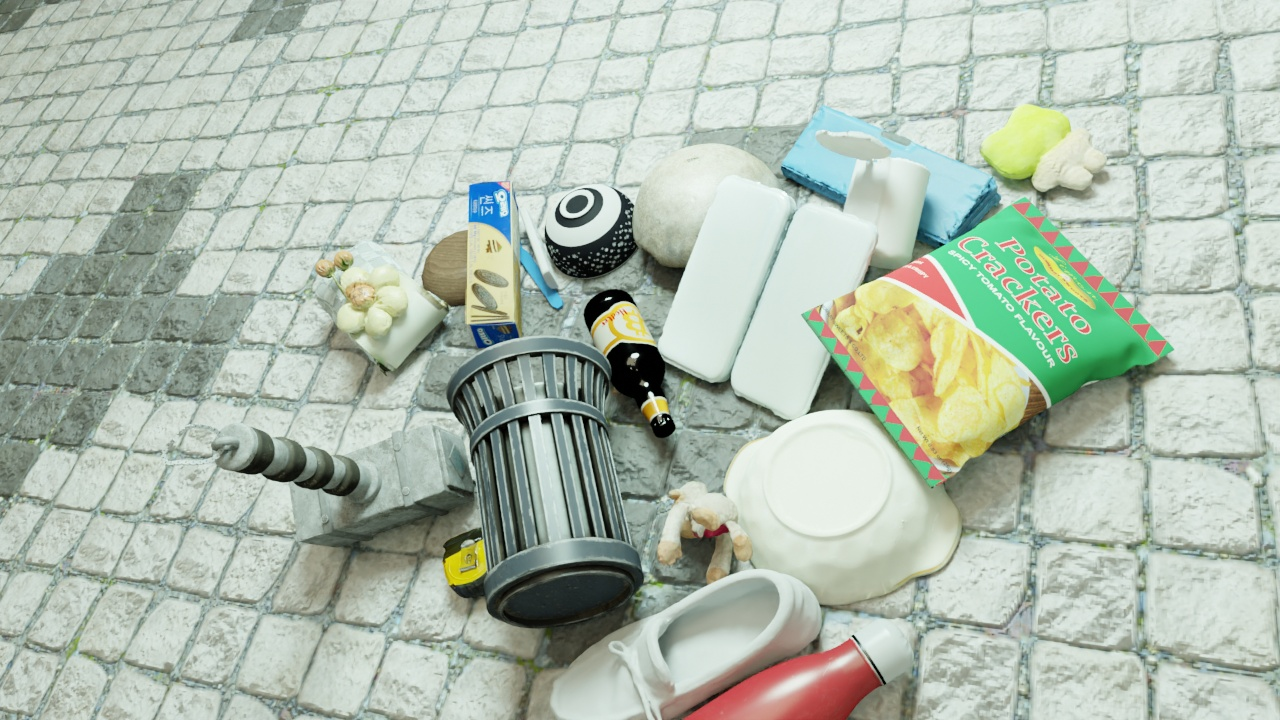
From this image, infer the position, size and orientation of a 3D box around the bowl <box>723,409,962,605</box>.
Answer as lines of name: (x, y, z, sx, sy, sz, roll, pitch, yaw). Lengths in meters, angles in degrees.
bowl: (0.169, 0.114, 0.810, 0.220, 0.060, 0.188, 16, 65, 31)

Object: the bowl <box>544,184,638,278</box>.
bowl: (-0.063, -0.165, 1.090, 0.120, 0.066, 0.120, -11, 55, 16)

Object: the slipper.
slipper: (0.031, 0.248, 0.769, 0.247, 0.074, 0.112, -29, 36, 14)

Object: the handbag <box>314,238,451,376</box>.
handbag: (-0.329, -0.079, 1.109, 0.112, 0.123, 0.171, -48, 59, -5)

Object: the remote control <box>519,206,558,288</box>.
remote control: (-0.124, -0.138, 1.114, 0.012, 0.033, 0.130, -26, 49, 2)

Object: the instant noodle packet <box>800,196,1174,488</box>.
instant noodle packet: (0.304, -0.026, 0.817, 0.252, 0.090, 0.195, -27, 63, -8)

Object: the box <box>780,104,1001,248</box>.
box: (0.261, -0.201, 0.987, 0.093, 0.052, 0.231, -45, 53, -9)

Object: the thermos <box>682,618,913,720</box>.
thermos: (0.106, 0.280, 0.717, 0.240, 0.073, 0.073, -32, 52, -1)

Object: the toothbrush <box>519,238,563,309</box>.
toothbrush: (-0.135, -0.117, 1.122, 0.016, 0.014, 0.166, -35, 52, -2)

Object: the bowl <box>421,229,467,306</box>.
bowl: (-0.229, -0.124, 1.156, 0.118, 0.030, 0.117, -11, 55, 16)

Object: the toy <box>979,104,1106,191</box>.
toy: (0.413, -0.214, 0.937, 0.092, 0.046, 0.115, -45, 60, -9)

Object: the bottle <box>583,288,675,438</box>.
bottle: (-0.006, 0.006, 0.956, 0.059, 0.059, 0.181, -28, 52, 3)

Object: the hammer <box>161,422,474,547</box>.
hammer: (-0.298, 0.101, 0.850, 0.177, 0.326, 0.079, -20, 70, 9)

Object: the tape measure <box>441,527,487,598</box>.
tape measure: (-0.163, 0.199, 0.906, 0.066, 0.037, 0.064, -20, 52, 10)

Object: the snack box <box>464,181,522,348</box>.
snack box: (-0.175, -0.117, 1.091, 0.057, 0.056, 0.206, -6, 61, 0)

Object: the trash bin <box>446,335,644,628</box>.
trash bin: (-0.087, 0.117, 0.856, 0.164, 0.164, 0.227, -20, 56, 9)

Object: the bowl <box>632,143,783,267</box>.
bowl: (0.070, -0.190, 1.022, 0.178, 0.081, 0.178, -9, 44, 8)

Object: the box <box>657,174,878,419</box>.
box: (0.121, -0.065, 0.915, 0.189, 0.037, 0.209, 30, 104, 36)

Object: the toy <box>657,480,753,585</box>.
toy: (0.048, 0.147, 0.832, 0.074, 0.085, 0.106, -54, 26, 19)

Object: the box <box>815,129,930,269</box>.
box: (0.216, -0.154, 0.891, 0.080, 0.150, 0.106, 16, 93, 49)
